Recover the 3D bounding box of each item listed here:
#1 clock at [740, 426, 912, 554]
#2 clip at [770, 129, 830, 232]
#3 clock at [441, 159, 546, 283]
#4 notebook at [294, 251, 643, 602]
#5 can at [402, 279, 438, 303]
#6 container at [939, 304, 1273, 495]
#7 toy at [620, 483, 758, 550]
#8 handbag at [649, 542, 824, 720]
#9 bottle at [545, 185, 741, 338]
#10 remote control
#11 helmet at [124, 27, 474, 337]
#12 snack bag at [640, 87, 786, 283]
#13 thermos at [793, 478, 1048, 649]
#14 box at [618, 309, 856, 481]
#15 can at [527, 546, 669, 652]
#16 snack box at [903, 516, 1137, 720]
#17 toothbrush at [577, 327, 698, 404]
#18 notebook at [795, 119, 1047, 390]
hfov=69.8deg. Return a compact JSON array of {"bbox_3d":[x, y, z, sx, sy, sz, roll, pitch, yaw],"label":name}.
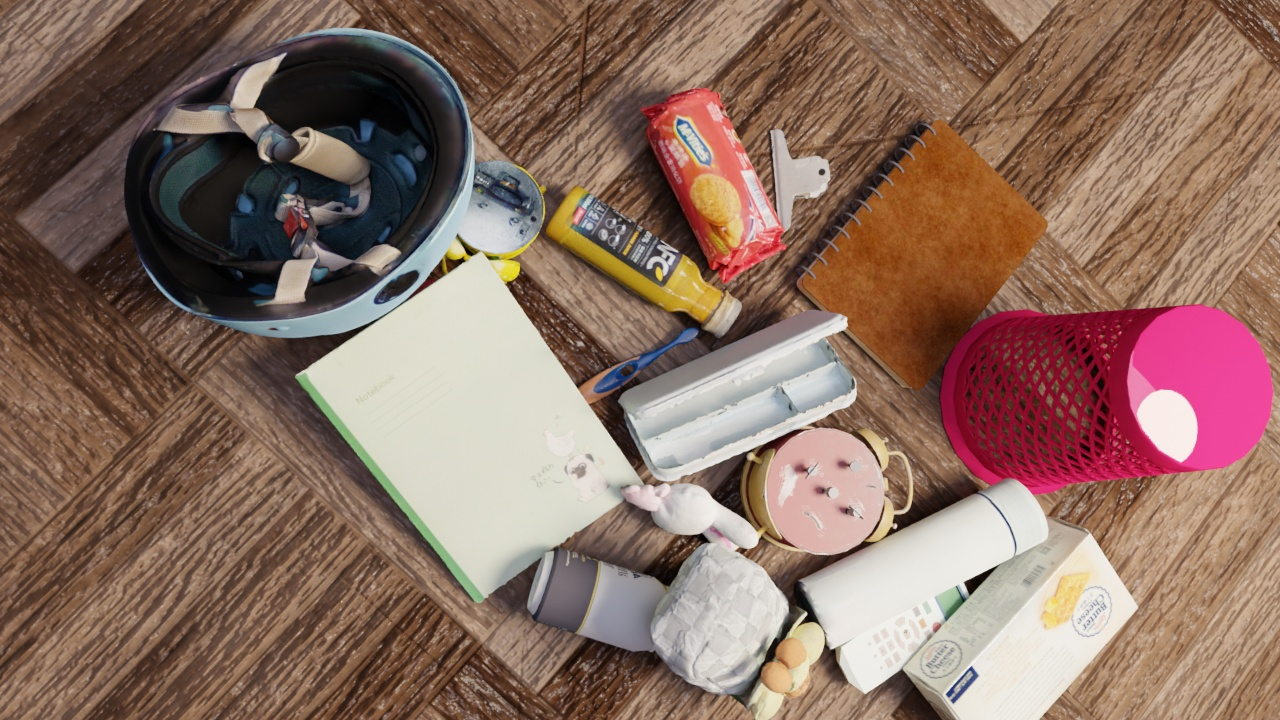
[{"bbox_3d":[0.174,0.115,0.828,0.158,0.081,0.117,-3,85,-10],"label":"clock"},{"bbox_3d":[0.155,-0.175,0.879,0.054,0.038,0.101,-4,86,2],"label":"clip"},{"bbox_3d":[-0.133,-0.118,0.808,0.083,0.057,0.118,27,81,-7],"label":"clock"},{"bbox_3d":[-0.137,0.062,0.778,0.182,0.010,0.252,-35,107,-5],"label":"notebook"},{"bbox_3d":[-0.158,-0.031,0.798,0.096,0.054,0.054,28,81,-6],"label":"can"},{"bbox_3d":[0.404,0.030,0.801,0.183,0.226,0.183,1,85,-10],"label":"container"},{"bbox_3d":[0.041,0.133,0.809,0.125,0.076,0.037,26,62,-6],"label":"toy"},{"bbox_3d":[0.084,0.228,0.755,0.123,0.171,0.112,30,78,32],"label":"handbag"},{"bbox_3d":[0.005,-0.086,0.831,0.186,0.053,0.053,33,80,-5],"label":"bottle"},{"bbox_3d":[0.244,0.251,0.855,0.143,0.024,0.049,-28,94,-16],"label":"remote control"},{"bbox_3d":[-0.250,-0.134,0.729,0.265,0.167,0.225,-30,81,-1],"label":"helmet"},{"bbox_3d":[0.069,-0.164,0.841,0.082,0.082,0.176,-26,90,-11],"label":"snack bag"},{"bbox_3d":[0.255,0.183,0.836,0.230,0.068,0.068,-25,89,-7],"label":"thermos"},{"bbox_3d":[0.082,0.007,0.801,0.216,0.110,0.107,-23,53,-12],"label":"box"},{"bbox_3d":[-0.029,0.209,0.792,0.127,0.064,0.064,19,82,-8],"label":"can"},{"bbox_3d":[0.352,0.256,0.847,0.207,0.057,0.104,-42,108,-11],"label":"snack box"},{"bbox_3d":[-0.005,0.005,0.842,0.135,0.017,0.021,-30,87,-9],"label":"toothbrush"},{"bbox_3d":[0.273,-0.107,0.895,0.167,0.024,0.225,42,79,-5],"label":"notebook"}]
